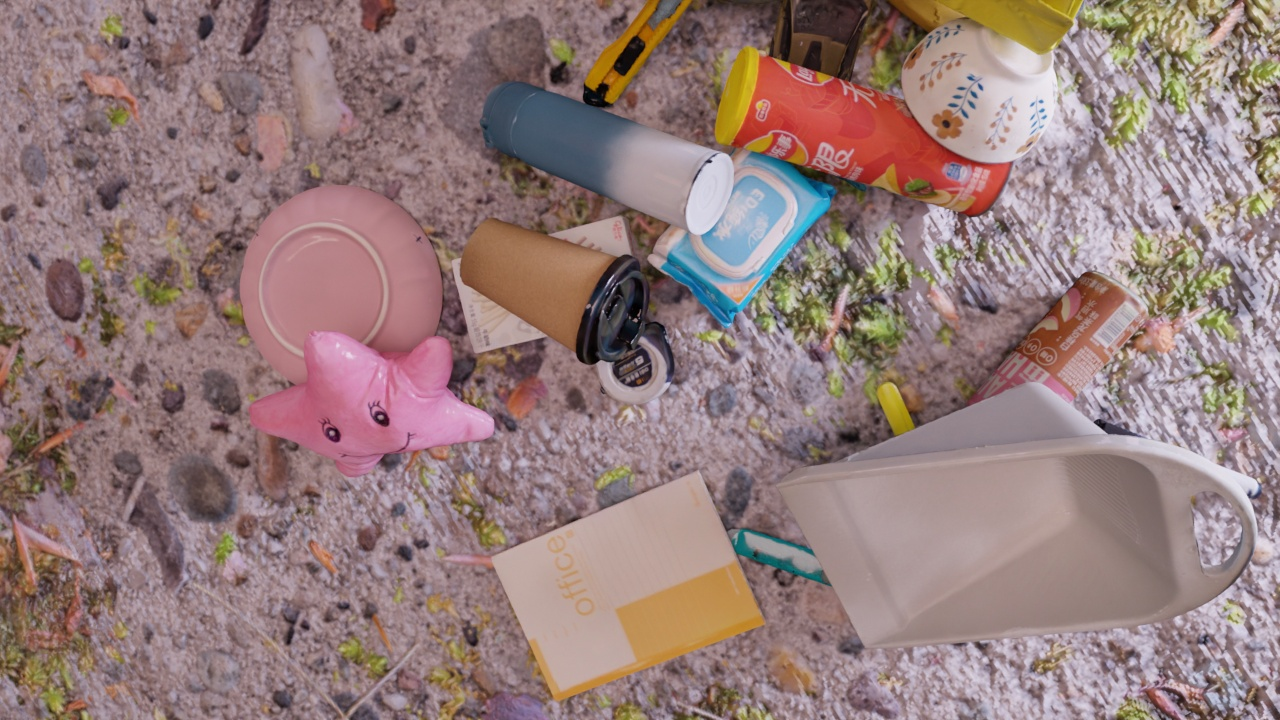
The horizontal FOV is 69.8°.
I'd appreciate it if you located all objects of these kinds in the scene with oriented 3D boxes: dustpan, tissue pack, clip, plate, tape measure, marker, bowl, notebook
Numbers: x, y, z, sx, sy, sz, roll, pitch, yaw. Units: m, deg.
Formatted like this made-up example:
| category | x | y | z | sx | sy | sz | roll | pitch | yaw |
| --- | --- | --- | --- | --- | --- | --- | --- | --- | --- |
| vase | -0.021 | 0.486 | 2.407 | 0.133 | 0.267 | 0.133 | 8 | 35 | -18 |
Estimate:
| category | x | y | z | sx | sy | sz | roll | pitch | yaw |
| --- | --- | --- | --- | --- | --- | --- | --- | --- | --- |
| dustpan | 0.271 | 0.135 | 0.653 | 0.258 | 0.142 | 0.223 | -30 | 123 | 2 |
| tissue pack | 0.081 | -0.107 | 0.740 | 0.090 | 0.063 | 0.140 | 41 | 99 | 4 |
| clip | 0.163 | -0.159 | 0.749 | 0.057 | 0.014 | 0.046 | 29 | 100 | 7 |
| plate | -0.273 | -0.060 | 0.813 | 0.192 | 0.039 | 0.192 | 1 | 94 | 9 |
| tape measure | -0.005 | 0.005 | 0.778 | 0.066 | 0.033 | 0.066 | -14 | 90 | 12 |
| marker | 0.420 | 0.078 | 0.721 | 0.131 | 0.022 | 0.018 | 23 | 91 | 8 |
| marker | 0.225 | 0.075 | 0.757 | 0.018 | 0.015 | 0.124 | -24 | 93 | 11 |
| bowl | 0.251 | -0.204 | 0.656 | 0.113 | 0.062 | 0.113 | 6 | 65 | -13 |
| notebook | -0.014 | 0.199 | 0.802 | 0.206 | 0.010 | 0.146 | -24 | 90 | 12 |

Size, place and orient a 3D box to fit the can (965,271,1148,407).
| category | x | y | z | sx | sy | sz | roll | pitch | yaw |
| --- | --- | --- | --- | --- | --- | --- | --- | --- | --- |
| can | 0.320 | 0.002 | 0.713 | 0.058 | 0.058 | 0.147 | 40 | 99 | 4 |

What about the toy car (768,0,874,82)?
| category | x | y | z | sx | sy | sz | roll | pitch | yaw |
| --- | --- | --- | --- | --- | --- | --- | --- | --- | --- |
| toy car | 0.133 | -0.241 | 0.701 | 0.070 | 0.042 | 0.158 | 9 | 132 | 3 |

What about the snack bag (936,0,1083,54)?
| category | x | y | z | sx | sy | sz | roll | pitch | yaw |
| --- | --- | --- | --- | --- | --- | --- | --- | --- | --- |
| snack bag | 0.267 | -0.333 | 0.641 | 0.158 | 0.068 | 0.245 | 31 | 65 | 6 |

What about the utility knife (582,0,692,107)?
| category | x | y | z | sx | sy | sz | roll | pitch | yaw |
| --- | --- | --- | --- | --- | --- | --- | --- | --- | --- |
| utility knife | 0.004 | -0.263 | 0.725 | 0.033 | 0.015 | 0.174 | 31 | 132 | -18 |

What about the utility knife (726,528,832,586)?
| category | x | y | z | sx | sy | sz | roll | pitch | yaw |
| --- | --- | --- | --- | --- | --- | --- | --- | --- | --- |
| utility knife | 0.145 | 0.175 | 0.776 | 0.160 | 0.013 | 0.029 | 18 | 96 | 8 |

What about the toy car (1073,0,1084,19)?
| category | x | y | z | sx | sy | sz | roll | pitch | yaw |
| --- | --- | --- | --- | --- | --- | --- | --- | --- | --- |
| toy car | 0.289 | -0.304 | 0.703 | 0.054 | 0.037 | 0.120 | -41 | 94 | -13 |

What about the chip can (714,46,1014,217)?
| category | x | y | z | sx | sy | sz | roll | pitch | yaw |
| --- | --- | --- | --- | --- | --- | --- | --- | --- | --- |
| chip can | 0.167 | -0.168 | 0.690 | 0.216 | 0.073 | 0.073 | 15 | 96 | -11 |

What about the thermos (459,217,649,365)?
| category | x | y | z | sx | sy | sz | roll | pitch | yaw |
| --- | --- | --- | --- | --- | --- | --- | --- | --- | --- |
| thermos | -0.068 | -0.059 | 0.732 | 0.143 | 0.093 | 0.093 | 25 | 97 | 15 |

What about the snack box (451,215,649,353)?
| category | x | y | z | sx | sy | sz | roll | pitch | yaw |
| --- | --- | --- | --- | --- | --- | --- | --- | --- | --- |
| snack box | -0.078 | -0.064 | 0.789 | 0.157 | 0.027 | 0.084 | -13 | 92 | 11 |

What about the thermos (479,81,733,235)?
| category | x | y | z | sx | sy | sz | roll | pitch | yaw |
| --- | --- | --- | --- | --- | --- | --- | --- | --- | --- |
| thermos | -0.033 | -0.167 | 0.725 | 0.220 | 0.070 | 0.070 | 28 | 98 | 27 |

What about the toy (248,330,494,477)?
| category | x | y | z | sx | sy | sz | roll | pitch | yaw |
| --- | --- | --- | --- | --- | --- | --- | --- | --- | --- |
| toy | -0.236 | 0.034 | 0.769 | 0.195 | 0.074 | 0.179 | -15 | 136 | 10 |

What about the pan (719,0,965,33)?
| category | x | y | z | sx | sy | sz | roll | pitch | yaw |
| --- | --- | --- | --- | --- | --- | --- | --- | --- | --- |
| pan | 0.149 | -0.329 | 0.704 | 0.357 | 0.078 | 0.198 | 33 | 104 | -17 |
